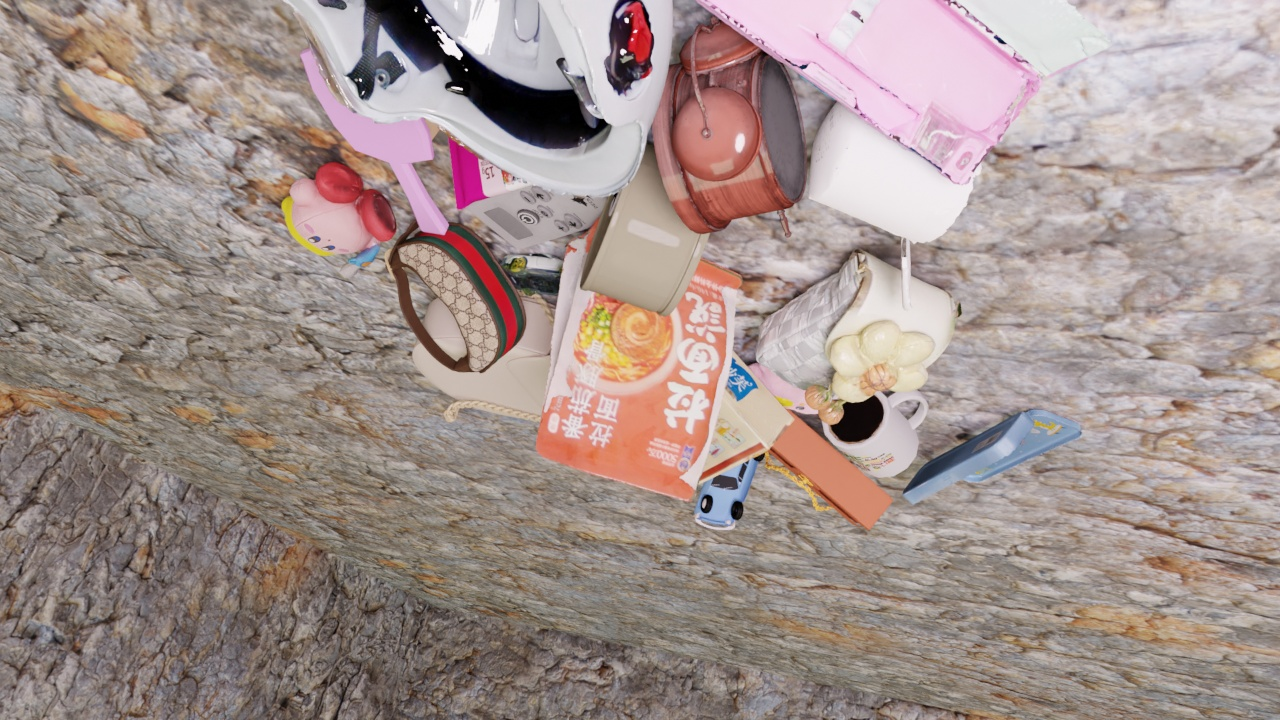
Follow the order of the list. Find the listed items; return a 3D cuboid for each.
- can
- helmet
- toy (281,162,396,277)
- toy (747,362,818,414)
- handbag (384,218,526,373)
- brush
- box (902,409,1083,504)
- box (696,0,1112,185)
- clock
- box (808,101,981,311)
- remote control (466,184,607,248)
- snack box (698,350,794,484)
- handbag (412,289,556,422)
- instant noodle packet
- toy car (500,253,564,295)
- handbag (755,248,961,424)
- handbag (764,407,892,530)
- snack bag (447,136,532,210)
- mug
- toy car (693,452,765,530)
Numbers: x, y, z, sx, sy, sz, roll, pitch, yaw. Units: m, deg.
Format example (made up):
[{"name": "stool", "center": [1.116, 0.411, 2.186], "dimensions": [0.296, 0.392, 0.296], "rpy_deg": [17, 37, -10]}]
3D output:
[{"name": "can", "center": [0.007, -0.105, 0.735], "dimensions": [0.073, 0.127, 0.128], "rpy_deg": [19, 155, -9]}, {"name": "helmet", "center": [-0.083, -0.221, 0.516], "dimensions": [0.237, 0.163, 0.264], "rpy_deg": [13, 161, 44]}, {"name": "toy", "center": [-0.314, -0.145, 0.936], "dimensions": [0.132, 0.096, 0.124], "rpy_deg": [-23, 143, 28]}, {"name": "toy", "center": [0.157, 0.024, 0.986], "dimensions": [0.102, 0.050, 0.093], "rpy_deg": [16, 156, 2]}, {"name": "handbag", "center": [-0.202, -0.064, 0.954], "dimensions": [0.139, 0.063, 0.166], "rpy_deg": [-25, 103, 37]}, {"name": "brush", "center": [-0.207, -0.192, 0.790], "dimensions": [0.089, 0.043, 0.229], "rpy_deg": [11, 154, 14]}, {"name": "box", "center": [0.380, 0.104, 1.019], "dimensions": [0.120, 0.049, 0.210], "rpy_deg": [-12, 162, -19]}, {"name": "box", "center": [0.150, -0.213, 0.518], "dimensions": [0.230, 0.066, 0.159], "rpy_deg": [28, 133, -21]}, {"name": "clock", "center": [0.059, -0.155, 0.612], "dimensions": [0.072, 0.120, 0.157], "rpy_deg": [-6, 155, 26]}, {"name": "box", "center": [0.174, -0.110, 0.664], "dimensions": [0.136, 0.083, 0.144], "rpy_deg": [20, 137, -9]}, {"name": "remote control", "center": [-0.090, -0.141, 0.848], "dimensions": [0.151, 0.019, 0.074], "rpy_deg": [-9, 144, 43]}, {"name": "snack box", "center": [0.057, 0.054, 1.030], "dimensions": [0.153, 0.055, 0.208], "rpy_deg": [48, 148, -1]}, {"name": "handbag", "center": [-0.161, 0.006, 1.093], "dimensions": [0.209, 0.103, 0.211], "rpy_deg": [3, 153, 20]}, {"name": "instant noodle packet", "center": [-0.005, 0.005, 0.838], "dimensions": [0.164, 0.220, 0.084], "rpy_deg": [21, 157, -24]}, {"name": "toy car", "center": [-0.092, -0.088, 0.939], "dimensions": [0.105, 0.033, 0.048], "rpy_deg": [10, 152, 24]}, {"name": "handbag", "center": [0.183, -0.011, 0.818], "dimensions": [0.112, 0.123, 0.172], "rpy_deg": [21, 149, -22]}, {"name": "handbag", "center": [0.197, 0.127, 1.079], "dimensions": [0.172, 0.060, 0.109], "rpy_deg": [41, 174, 1]}, {"name": "snack bag", "center": [-0.089, -0.173, 0.737], "dimensions": [0.197, 0.070, 0.016], "rpy_deg": [-5, -177, 40]}, {"name": "mug", "center": [0.262, 0.069, 0.993], "dimensions": [0.105, 0.073, 0.089], "rpy_deg": [-34, 138, 17]}, {"name": "toy car", "center": [0.114, 0.142, 1.168], "dimensions": [0.056, 0.153, 0.054], "rpy_deg": [14, -165, -15]}]
